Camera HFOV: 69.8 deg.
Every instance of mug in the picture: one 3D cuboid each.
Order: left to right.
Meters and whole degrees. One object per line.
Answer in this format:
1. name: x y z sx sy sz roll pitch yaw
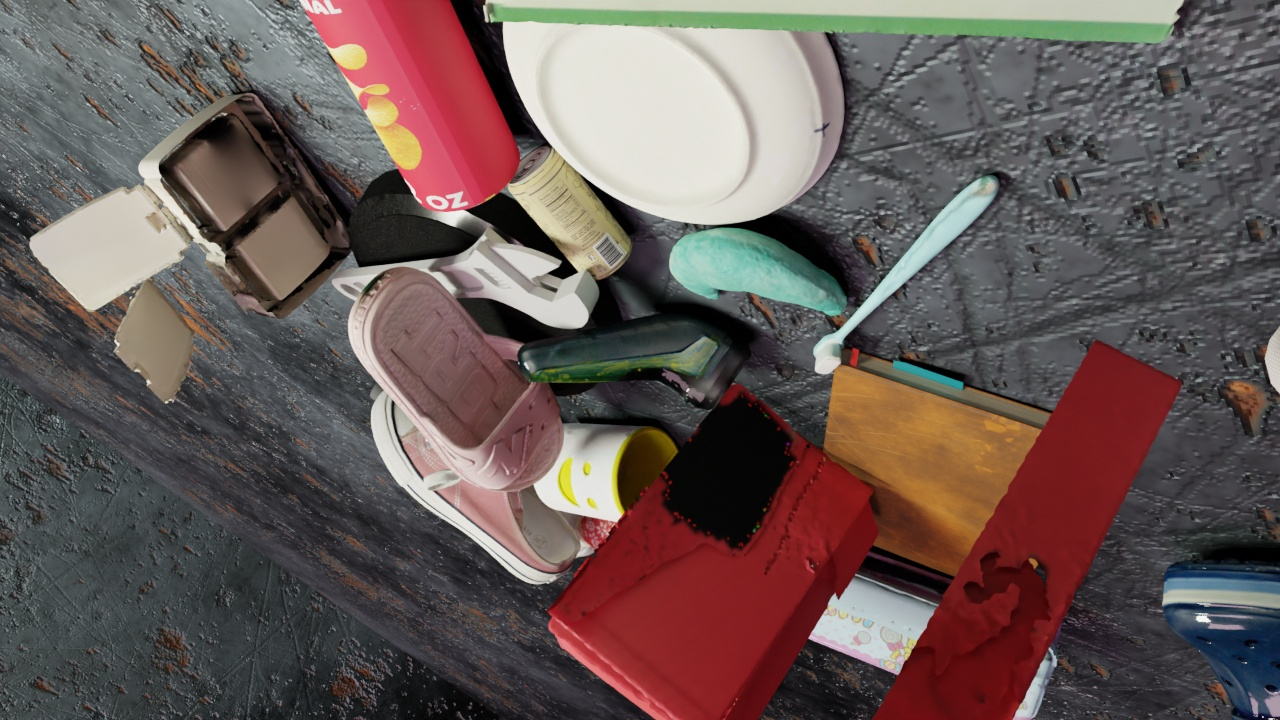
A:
1. mug: -0.029 0.096 0.791 0.106 0.082 0.082 0 140 44

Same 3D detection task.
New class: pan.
1. pan: -0.137 -0.022 0.751 0.225 0.034 0.357 30 151 -1

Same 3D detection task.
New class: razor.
1. razor: -0.004 0.004 0.600 0.151 0.067 0.054 -4 159 -10

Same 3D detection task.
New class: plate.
1. plate: 0.006 -0.127 0.449 0.182 0.034 0.183 22 151 13

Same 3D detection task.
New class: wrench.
1. wrench: -0.134 -0.050 0.641 0.274 0.018 0.086 0 148 46

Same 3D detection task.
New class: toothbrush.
1. toothbrush: 0.134 -0.039 0.487 0.016 0.016 0.181 16 149 -9

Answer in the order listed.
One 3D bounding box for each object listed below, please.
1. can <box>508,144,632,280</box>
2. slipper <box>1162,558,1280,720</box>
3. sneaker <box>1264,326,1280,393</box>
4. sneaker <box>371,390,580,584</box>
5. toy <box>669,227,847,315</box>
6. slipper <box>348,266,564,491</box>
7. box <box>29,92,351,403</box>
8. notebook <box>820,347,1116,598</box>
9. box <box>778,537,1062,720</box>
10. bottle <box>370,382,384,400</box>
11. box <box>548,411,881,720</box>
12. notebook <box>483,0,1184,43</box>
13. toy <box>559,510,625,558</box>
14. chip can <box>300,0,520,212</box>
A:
1. can: -0.042 -0.088 0.551 0.038 0.038 0.079 -3 138 45
2. slipper: 0.417 0.208 0.560 0.252 0.095 0.105 38 153 -23
3. sneaker: 0.358 0.049 0.368 0.235 0.084 0.079 22 151 6
4. sneaker: -0.145 0.099 0.834 0.241 0.118 0.088 42 134 4
5. toy: 0.060 -0.051 0.525 0.105 0.033 0.085 11 166 36
6. slipper: -0.111 0.028 0.650 0.064 0.094 0.239 17 156 34
7. box: -0.316 -0.080 0.651 0.069 0.190 0.143 8 138 36
8. notebook: 0.211 0.085 0.625 0.178 0.014 0.250 19 150 19
9. box: 0.219 0.200 0.734 0.214 0.096 0.077 17 138 22
10. bottle: -0.224 0.056 0.940 0.112 0.046 0.047 31 152 -2
11. box: 0.083 0.221 0.733 0.153 0.213 0.326 21 151 35
12. notebook: 0.060 -0.174 0.272 0.253 0.010 0.182 5 148 7
13. toy: -0.049 0.153 0.904 0.195 0.084 0.159 -6 128 38
14. chip can: -0.130 -0.176 0.457 0.069 0.069 0.221 13 148 27
